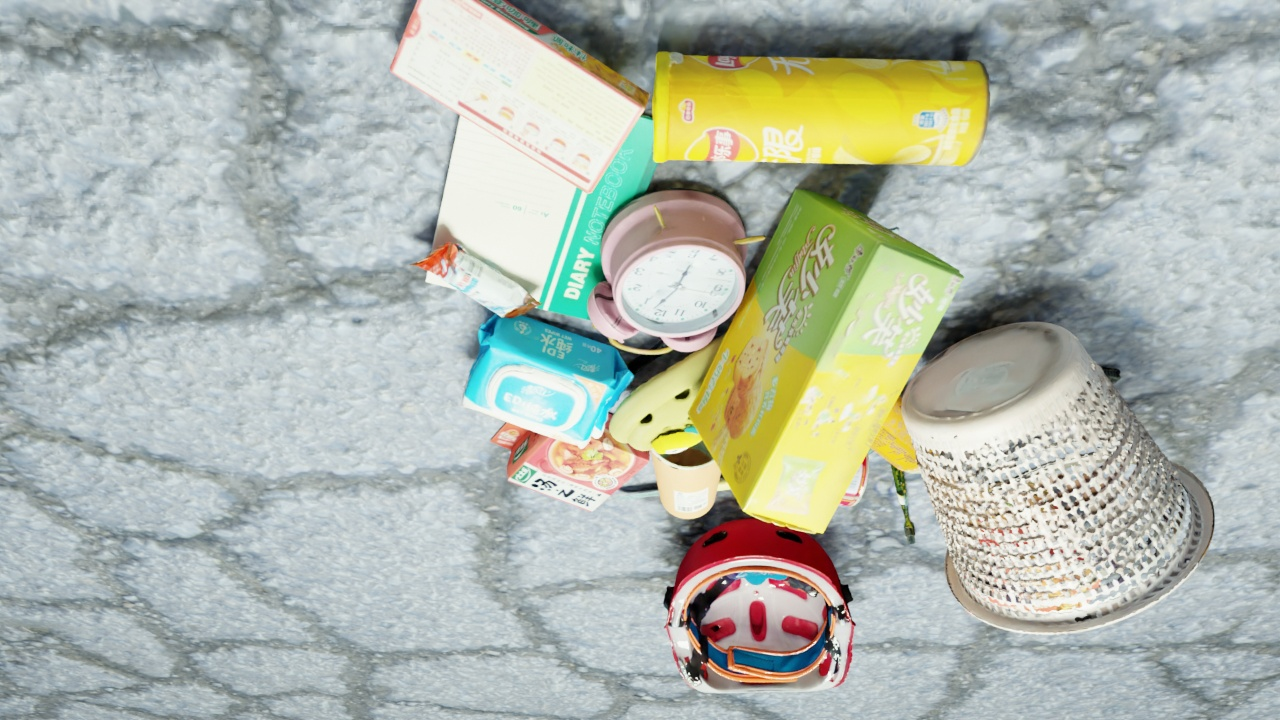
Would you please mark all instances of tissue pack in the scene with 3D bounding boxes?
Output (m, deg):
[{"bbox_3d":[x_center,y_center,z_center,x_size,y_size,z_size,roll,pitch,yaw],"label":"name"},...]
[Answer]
[{"bbox_3d":[-0.086,0.019,0.818,0.140,0.063,0.090,20,127,-11],"label":"tissue pack"}]

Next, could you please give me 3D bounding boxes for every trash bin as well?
[{"bbox_3d":[0.330,0.084,0.781,0.228,0.226,0.192,-25,110,27],"label":"trash bin"}]

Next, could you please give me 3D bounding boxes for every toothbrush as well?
[{"bbox_3d":[0.348,0.026,0.858,0.190,0.016,0.014,-8,133,13],"label":"toothbrush"},{"bbox_3d":[0.283,0.147,0.993,0.012,0.017,0.186,-9,137,16],"label":"toothbrush"}]

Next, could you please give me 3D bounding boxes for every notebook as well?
[{"bbox_3d":[-0.079,-0.119,0.716,0.150,0.012,0.210,12,137,-13],"label":"notebook"}]

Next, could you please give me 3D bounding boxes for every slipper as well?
[{"bbox_3d":[0.058,0.034,0.806,0.191,0.081,0.091,-36,166,23],"label":"slipper"}]

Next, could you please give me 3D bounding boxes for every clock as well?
[{"bbox_3d":[0.022,-0.060,0.734,0.117,0.059,0.159,10,138,-19],"label":"clock"}]

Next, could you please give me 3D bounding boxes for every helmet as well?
[{"bbox_3d":[0.131,0.258,1.037,0.207,0.143,0.240,-5,124,7],"label":"helmet"}]

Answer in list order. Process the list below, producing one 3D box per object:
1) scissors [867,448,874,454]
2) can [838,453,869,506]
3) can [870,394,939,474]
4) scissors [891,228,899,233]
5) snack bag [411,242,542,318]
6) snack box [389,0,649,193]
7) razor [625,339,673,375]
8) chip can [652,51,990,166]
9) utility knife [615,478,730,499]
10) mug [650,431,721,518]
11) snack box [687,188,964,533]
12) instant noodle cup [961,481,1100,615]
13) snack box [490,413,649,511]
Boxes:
[{"bbox_3d":[0.164,0.067,0.910,0.179,0.019,0.171,7,137,-8],"label":"scissors"},{"bbox_3d":[0.163,0.102,0.884,0.093,0.066,0.067,10,138,-9],"label":"can"},{"bbox_3d":[0.223,0.051,0.859,0.058,0.058,0.146,-33,128,32],"label":"can"},{"bbox_3d":[0.180,-0.059,0.770,0.135,0.017,0.134,21,131,-17],"label":"scissors"},{"bbox_3d":[-0.132,-0.063,0.748,0.048,0.026,0.104,-23,134,41],"label":"snack bag"},{"bbox_3d":[-0.079,-0.183,0.604,0.155,0.027,0.077,30,128,-11],"label":"snack box"},{"bbox_3d":[-0.005,0.005,0.842,0.143,0.022,0.042,-35,98,37],"label":"razor"},{"bbox_3d":[0.114,-0.165,0.611,0.213,0.071,0.072,2,138,0],"label":"chip can"},{"bbox_3d":[0.078,0.137,0.987,0.213,0.022,0.031,-14,155,9],"label":"utility knife"},{"bbox_3d":[0.048,0.106,0.917,0.078,0.078,0.123,-1,142,3],"label":"mug"},{"bbox_3d":[0.123,-0.005,0.673,0.070,0.157,0.210,18,108,-19],"label":"snack box"},{"bbox_3d":[0.403,0.203,0.984,0.138,0.108,0.138,1,138,1],"label":"instant noodle cup"},{"bbox_3d":[-0.073,0.092,0.926,0.127,0.044,0.113,24,134,-23],"label":"snack box"}]
